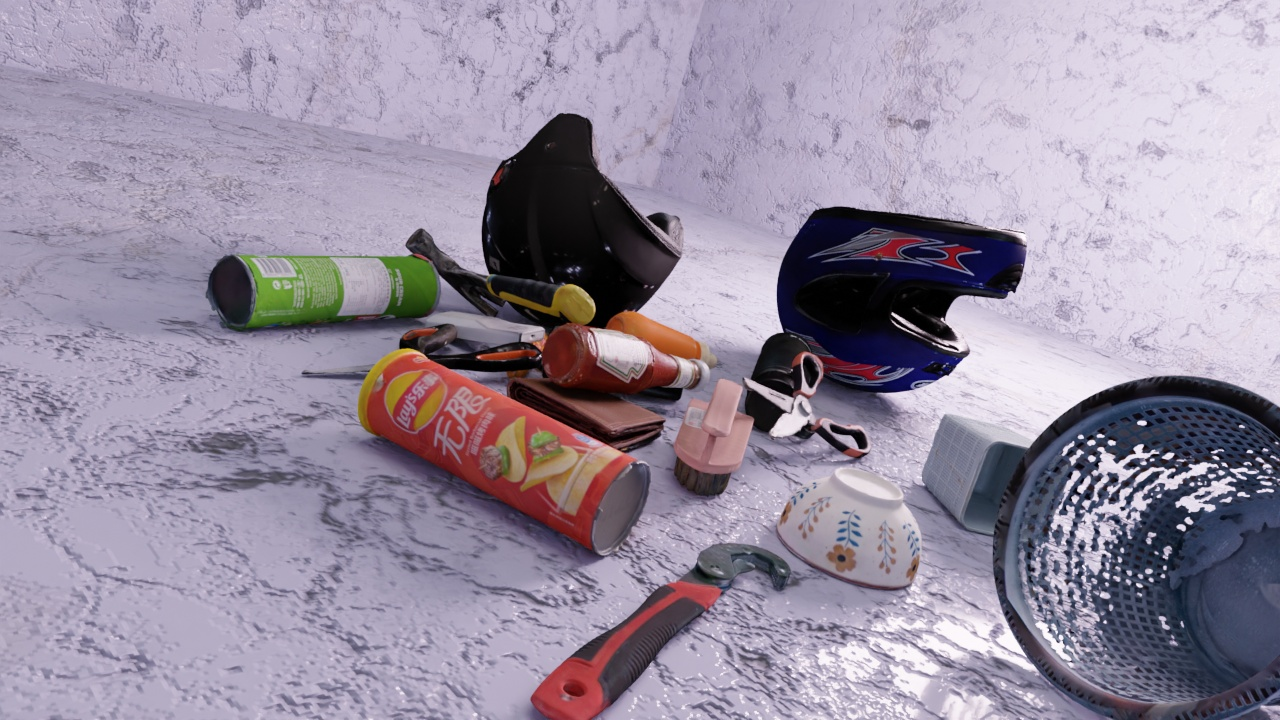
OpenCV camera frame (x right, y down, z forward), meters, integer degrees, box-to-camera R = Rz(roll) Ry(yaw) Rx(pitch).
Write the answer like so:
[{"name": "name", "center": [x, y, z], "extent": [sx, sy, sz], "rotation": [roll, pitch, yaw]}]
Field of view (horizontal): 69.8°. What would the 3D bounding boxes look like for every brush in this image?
[{"name": "brush", "center": [0.064, 0.065, 0.804], "extent": [0.063, 0.073, 0.145], "rotation": [18, 17, 7]}]

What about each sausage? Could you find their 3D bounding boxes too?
[{"name": "sausage", "center": [-0.119, -0.007, 0.972], "extent": [0.021, 0.021, 0.165], "rotation": [15, 15, -1]}]

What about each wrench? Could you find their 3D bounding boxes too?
[{"name": "wrench", "center": [0.021, 0.153, 0.551], "extent": [0.056, 0.016, 0.272], "rotation": [23, 16, 27]}]

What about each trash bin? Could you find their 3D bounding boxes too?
[{"name": "trash bin", "center": [0.399, 0.147, 0.631], "extent": [0.195, 0.227, 0.226], "rotation": [22, 11, -28]}]

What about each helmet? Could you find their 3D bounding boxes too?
[{"name": "helmet", "center": [0.337, -0.074, 1.232], "extent": [0.316, 0.240, 0.246], "rotation": [13, 10, 37]}, {"name": "helmet", "center": [-0.087, -0.150, 1.134], "extent": [0.275, 0.230, 0.233], "rotation": [20, -16, 46]}]

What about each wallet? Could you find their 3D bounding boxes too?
[{"name": "wallet", "center": [-0.049, 0.046, 0.842], "extent": [0.125, 0.032, 0.101], "rotation": [24, 14, 27]}]

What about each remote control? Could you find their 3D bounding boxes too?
[{"name": "remote control", "center": [-0.167, -0.033, 0.975], "extent": [0.125, 0.024, 0.049], "rotation": [10, 13, 24]}]

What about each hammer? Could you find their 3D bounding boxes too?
[{"name": "hammer", "center": [-0.141, -0.077, 0.965], "extent": [0.126, 0.031, 0.324], "rotation": [45, -15, -33]}]

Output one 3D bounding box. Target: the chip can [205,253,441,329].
[{"name": "chip can", "center": [-0.307, -0.072, 0.920], "extent": [0.072, 0.072, 0.235], "rotation": [24, 17, 27]}]

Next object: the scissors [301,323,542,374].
[{"name": "scissors", "center": [-0.193, -0.004, 0.854], "extent": [0.228, 0.022, 0.221], "rotation": [1, 15, -14]}]

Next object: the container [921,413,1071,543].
[{"name": "container", "center": [0.340, 0.109, 0.895], "extent": [0.090, 0.090, 0.111], "rotation": [13, 13, -10]}]

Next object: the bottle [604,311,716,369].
[{"name": "bottle", "center": [0.029, -0.013, 1.078], "extent": [0.149, 0.067, 0.067], "rotation": [14, 13, -33]}]

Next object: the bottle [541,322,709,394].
[{"name": "bottle", "center": [-0.005, 0.005, 0.888], "extent": [0.060, 0.060, 0.205], "rotation": [28, 12, 39]}]

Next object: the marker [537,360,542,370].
[{"name": "marker", "center": [-0.094, -0.009, 1.018], "extent": [0.018, 0.015, 0.123], "rotation": [13, 16, 6]}]

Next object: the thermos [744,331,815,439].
[{"name": "thermos", "center": [0.170, 0.031, 1.071], "extent": [0.090, 0.068, 0.242], "rotation": [48, 18, -3]}]

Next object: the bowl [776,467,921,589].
[{"name": "bowl", "center": [0.170, 0.123, 0.722], "extent": [0.113, 0.062, 0.113], "rotation": [14, 14, -4]}]

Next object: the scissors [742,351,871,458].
[{"name": "scissors", "center": [0.172, 0.049, 0.930], "extent": [0.189, 0.015, 0.225], "rotation": [46, 31, -15]}]

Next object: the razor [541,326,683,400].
[{"name": "razor", "center": [-0.027, 0.011, 0.960], "extent": [0.167, 0.062, 0.068], "rotation": [14, -17, -26]}]

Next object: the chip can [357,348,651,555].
[{"name": "chip can", "center": [-0.099, 0.061, 0.654], "extent": [0.217, 0.073, 0.073], "rotation": [23, 17, 24]}]
